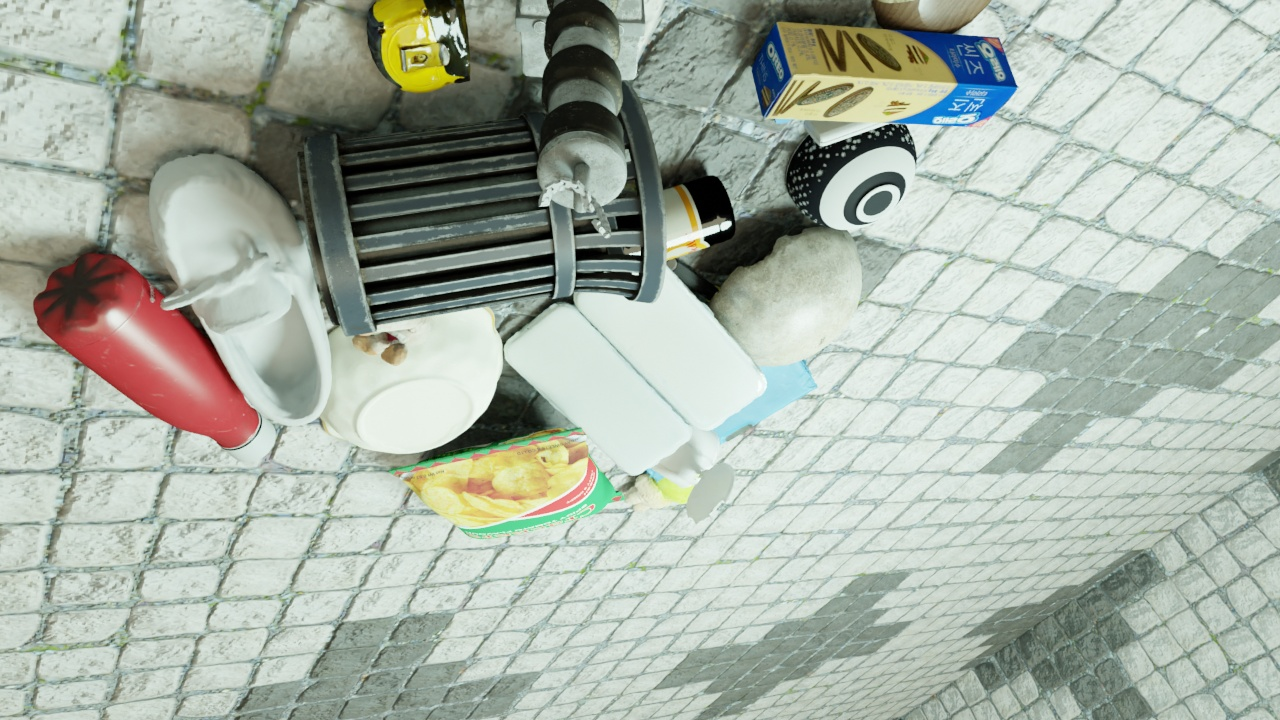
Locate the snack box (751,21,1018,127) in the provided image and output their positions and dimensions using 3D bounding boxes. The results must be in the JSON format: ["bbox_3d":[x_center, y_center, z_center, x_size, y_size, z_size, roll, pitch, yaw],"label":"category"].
[{"bbox_3d":[0.197,-0.227,0.733,0.206,0.056,0.057,-3,156,-17],"label":"snack box"}]

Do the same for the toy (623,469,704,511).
[{"bbox_3d":[0.035,0.162,1.183,0.115,0.046,0.092,-26,144,14],"label":"toy"}]

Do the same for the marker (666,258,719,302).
[{"bbox_3d":[0.067,-0.073,0.919,0.021,0.017,0.123,-39,142,19],"label":"marker"}]

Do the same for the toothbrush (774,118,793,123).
[{"bbox_3d":[0.193,-0.237,0.783,0.166,0.014,0.016,-24,145,1],"label":"toothbrush"}]

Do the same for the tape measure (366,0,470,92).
[{"bbox_3d":[-0.146,-0.208,0.604,0.064,0.037,0.066,-13,143,-16],"label":"tape measure"}]

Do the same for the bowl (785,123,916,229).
[{"bbox_3d":[0.201,-0.164,0.837,0.120,0.066,0.120,-16,144,-12],"label":"bowl"}]

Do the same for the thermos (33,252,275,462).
[{"bbox_3d":[-0.368,0.013,0.733,0.073,0.073,0.240,-23,145,-2],"label":"thermos"}]

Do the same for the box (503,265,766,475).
[{"bbox_3d":[-0.005,0.006,0.896,0.189,0.037,0.209,-36,113,15],"label":"box"}]

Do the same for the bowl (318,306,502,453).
[{"bbox_3d":[-0.213,0.032,0.858,0.188,0.060,0.220,19,126,-44],"label":"bowl"}]

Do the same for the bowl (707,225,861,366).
[{"bbox_3d":[0.157,-0.047,0.923,0.178,0.081,0.179,-26,156,-13],"label":"bowl"}]

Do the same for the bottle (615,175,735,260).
[{"bbox_3d":[-0.012,-0.106,0.795,0.181,0.059,0.059,-19,144,-7],"label":"bottle"}]

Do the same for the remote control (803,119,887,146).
[{"bbox_3d":[0.205,-0.218,0.791,0.130,0.033,0.012,-21,147,-10],"label":"remote control"}]

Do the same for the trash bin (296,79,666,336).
[{"bbox_3d":[-0.115,-0.104,0.659,0.227,0.164,0.165,-11,143,-12],"label":"trash bin"}]

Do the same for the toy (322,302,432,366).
[{"bbox_3d":[-0.195,-0.045,0.760,0.105,0.085,0.074,-35,117,-19],"label":"toy"}]

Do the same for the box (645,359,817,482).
[{"bbox_3d":[0.091,0.058,1.073,0.232,0.052,0.093,-32,143,11],"label":"box"}]

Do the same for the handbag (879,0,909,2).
[{"bbox_3d":[0.222,-0.317,0.603,0.172,0.123,0.112,-27,139,14],"label":"handbag"}]

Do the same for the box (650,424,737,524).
[{"bbox_3d":[0.034,0.099,0.981,0.106,0.150,0.080,35,99,-20],"label":"box"}]

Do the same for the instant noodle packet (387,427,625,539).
[{"bbox_3d":[-0.132,0.138,1.001,0.195,0.090,0.253,-13,154,4],"label":"instant noodle packet"}]

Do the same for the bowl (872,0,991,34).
[{"bbox_3d":[0.242,-0.297,0.719,0.117,0.030,0.118,-15,144,-12],"label":"bowl"}]

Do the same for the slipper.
[{"bbox_3d":[-0.297,-0.044,0.698,0.112,0.074,0.247,-28,139,-22],"label":"slipper"}]

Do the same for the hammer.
[{"bbox_3d":[-0.030,-0.172,0.476,0.079,0.325,0.177,1,141,-5],"label":"hammer"}]
